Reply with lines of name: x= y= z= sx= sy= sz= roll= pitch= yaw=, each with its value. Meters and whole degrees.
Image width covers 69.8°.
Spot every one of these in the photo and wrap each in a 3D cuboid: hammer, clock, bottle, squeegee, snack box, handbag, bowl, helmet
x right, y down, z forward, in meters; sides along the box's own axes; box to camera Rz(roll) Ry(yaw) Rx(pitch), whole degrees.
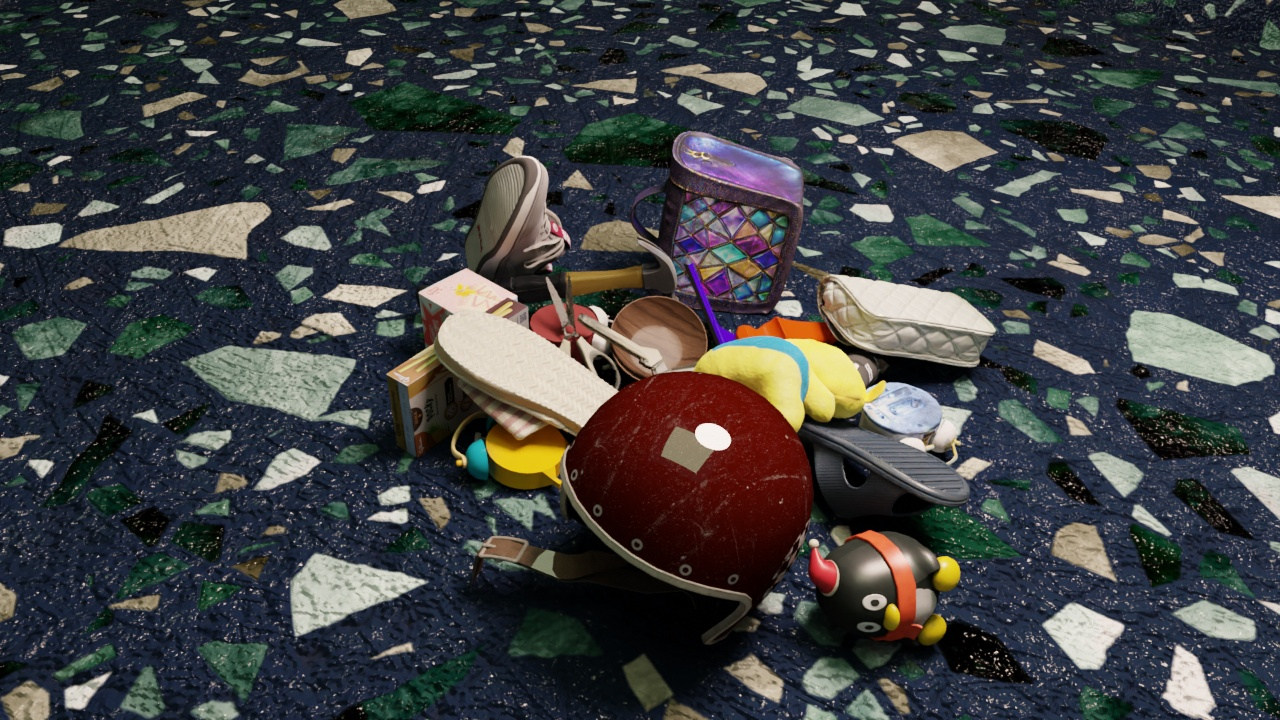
hammer: x=-0.120 y=-0.094 z=1.173 sx=0.333 sy=0.118 sz=0.025 roll=-6 pitch=41 yaw=3
clock: x=-0.085 y=-0.032 z=1.147 sx=0.124 sy=0.044 sz=0.087 roll=-4 pitch=38 yaw=-8
bottle: x=0.258 y=0.014 z=1.096 sx=0.047 sy=0.047 sz=0.112 roll=20 pitch=18 yaw=21
clock: x=0.298 y=0.077 z=1.024 sx=0.088 sy=0.052 sz=0.125 roll=-17 pitch=42 yaw=-25
clock: x=-0.137 y=0.094 z=0.984 sx=0.130 sy=0.044 sz=0.098 roll=17 pitch=39 yaw=7
squeegee: x=0.175 y=-0.027 z=1.148 sx=0.184 sy=0.055 sz=0.249 roll=-9 pitch=57 yaw=-17
snack box: x=-0.207 y=-0.043 z=1.113 sx=0.095 sy=0.093 sz=0.079 roll=30 pitch=45 yaw=30
handbag: x=0.097 y=-0.182 z=1.230 sx=0.222 sy=0.205 sz=0.125 roll=12 pitch=38 yaw=2
handbag: x=0.326 y=-0.049 z=1.142 sx=0.194 sy=0.073 sz=0.138 roll=8 pitch=28 yaw=-18
bowl: x=0.021 y=-0.019 z=1.123 sx=0.119 sy=0.032 sz=0.119 roll=2 pitch=67 yaw=-5
helmet: x=0.026 y=0.131 z=0.822 sx=0.233 sy=0.254 sz=0.233 roll=37 pitch=40 yaw=24
snack box: x=-0.198 y=0.016 z=1.030 sx=0.032 sy=0.101 sz=0.185 roll=25 pitch=43 yaw=26

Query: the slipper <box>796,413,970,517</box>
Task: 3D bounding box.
slipper: x=0.224 y=0.116 z=0.952 sx=0.101 sy=0.082 sz=0.264 roll=2 pitch=14 yaw=-32

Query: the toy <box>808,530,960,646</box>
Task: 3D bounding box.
toy: x=0.205 y=0.202 z=0.816 sx=0.119 sy=0.098 sz=0.099 roll=-4 pitch=24 yaw=-23

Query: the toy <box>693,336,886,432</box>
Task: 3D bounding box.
toy: x=0.161 y=0.017 z=0.966 sx=0.149 sy=0.084 sz=0.213 roll=28 pitch=17 yaw=38

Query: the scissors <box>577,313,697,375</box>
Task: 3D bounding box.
scissors: x=-0.009 y=0.009 z=1.079 sx=0.199 sy=0.015 sz=0.179 roll=-25 pitch=73 yaw=-18

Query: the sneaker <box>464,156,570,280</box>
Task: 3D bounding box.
sneaker: x=-0.142 y=-0.170 z=1.183 sx=0.128 sy=0.264 sz=0.096 roll=-5 pitch=70 yaw=-23

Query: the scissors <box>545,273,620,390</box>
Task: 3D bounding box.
scissors: x=-0.087 y=-0.019 z=1.092 sx=0.163 sy=0.013 sz=0.153 roll=43 pitch=68 yaw=0

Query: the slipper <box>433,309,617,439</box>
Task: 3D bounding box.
slipper: x=-0.104 y=0.039 z=0.987 sx=0.263 sy=0.052 sz=0.114 roll=30 pitch=39 yaw=-12

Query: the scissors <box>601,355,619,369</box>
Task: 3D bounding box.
scissors: x=0.008 y=-0.031 z=1.177 sx=0.164 sy=0.014 sz=0.141 roll=-18 pitch=45 yaw=-24
